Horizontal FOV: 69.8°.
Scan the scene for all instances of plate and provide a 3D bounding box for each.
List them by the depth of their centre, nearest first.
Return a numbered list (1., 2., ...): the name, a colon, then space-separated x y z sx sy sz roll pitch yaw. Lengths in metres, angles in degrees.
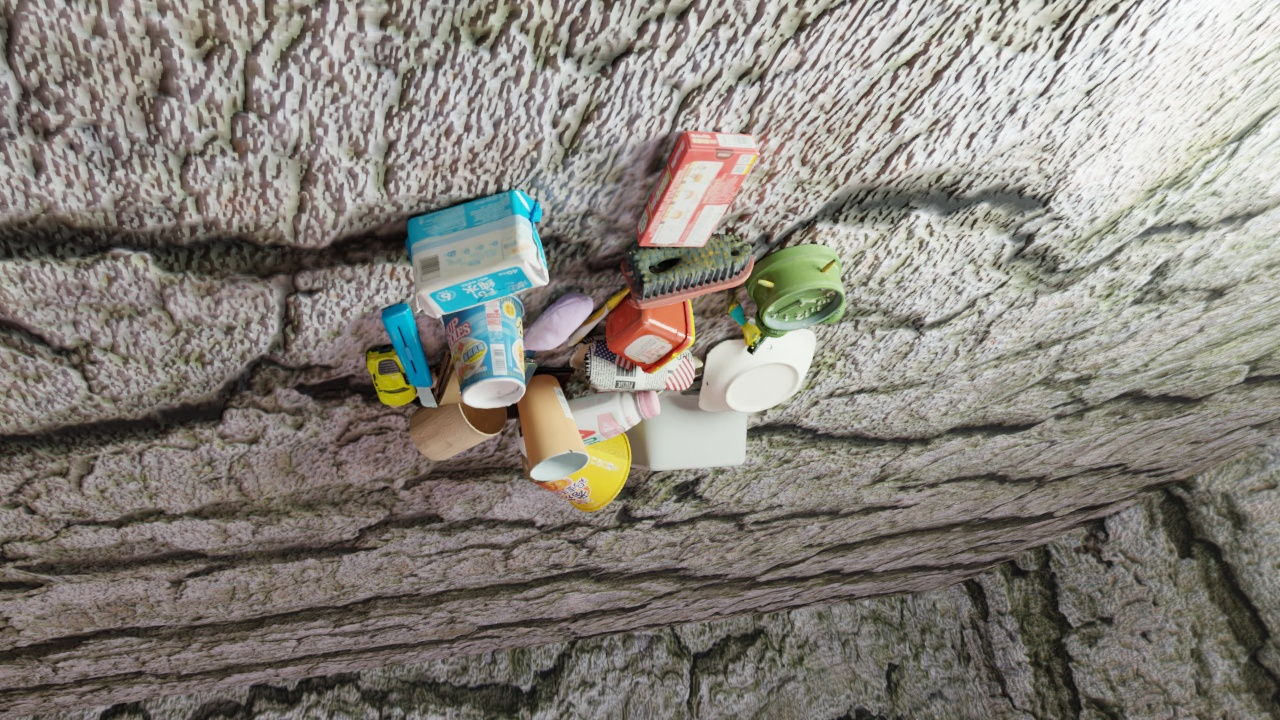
1. plate: 0.168 0.027 1.296 0.164 0.034 0.164 -9 141 -12

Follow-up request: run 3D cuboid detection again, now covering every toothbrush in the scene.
1. toothbrush: -0.040 -0.066 1.081 0.018 0.016 0.192 19 141 -29

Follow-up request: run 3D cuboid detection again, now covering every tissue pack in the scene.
1. tissue pack: -0.157 -0.101 0.876 0.140 0.090 0.063 -16 153 6

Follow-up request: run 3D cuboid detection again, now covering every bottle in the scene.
1. bottle: -0.071 0.081 1.247 0.197 0.068 0.068 -17 154 16

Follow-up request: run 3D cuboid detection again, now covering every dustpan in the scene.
1. dustpan: 0.062 0.098 1.461 0.222 0.142 0.258 -1 -179 -23

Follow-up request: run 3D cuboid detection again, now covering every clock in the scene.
1. clock: 0.191 -0.077 1.113 0.116 0.056 0.161 -14 154 6

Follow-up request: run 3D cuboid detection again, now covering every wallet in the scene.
1. wallet: -0.189 0.015 1.124 0.115 0.033 0.090 -5 139 -35
2. wallet: -0.152 0.045 1.251 0.096 0.020 0.123 -3 152 -30

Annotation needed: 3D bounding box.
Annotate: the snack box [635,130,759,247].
1. snack box: 0.053 -0.166 0.910 0.075 0.025 0.153 -2 152 -20

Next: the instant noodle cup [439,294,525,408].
1. instant noodle cup: -0.171 -0.009 1.030 0.099 0.109 0.099 -10 153 -5

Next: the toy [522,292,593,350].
1. toy: -0.094 -0.044 1.076 0.083 0.039 0.108 -12 157 -43

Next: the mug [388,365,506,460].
1. mug: -0.254 0.067 1.195 0.104 0.084 0.124 -28 126 31

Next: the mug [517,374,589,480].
1. mug: -0.119 0.084 1.187 0.078 0.122 0.078 -15 154 -8

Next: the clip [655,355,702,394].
1. clip: 0.034 0.026 1.281 0.104 0.034 0.083 -11 152 -22

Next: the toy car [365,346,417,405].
1. toy car: -0.301 0.024 1.113 0.048 0.032 0.105 -9 142 -7

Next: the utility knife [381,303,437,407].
1. utility knife: -0.265 0.001 1.076 0.034 0.018 0.192 -10 143 -5

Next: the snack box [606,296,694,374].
1. snack box: 0.010 -0.037 1.091 0.080 0.081 0.091 21 139 -33

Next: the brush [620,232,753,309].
1. brush: 0.055 -0.095 1.005 0.145 0.063 0.069 -14 150 -14

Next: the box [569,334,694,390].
1. box: -0.004 0.008 1.164 0.162 0.087 0.076 5 132 -31

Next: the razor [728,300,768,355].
1. razor: 0.134 -0.049 1.176 0.043 0.028 0.132 -47 151 1

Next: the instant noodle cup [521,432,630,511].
1. instant noodle cup: -0.100 0.144 1.353 0.138 0.137 0.109 -29 142 31
